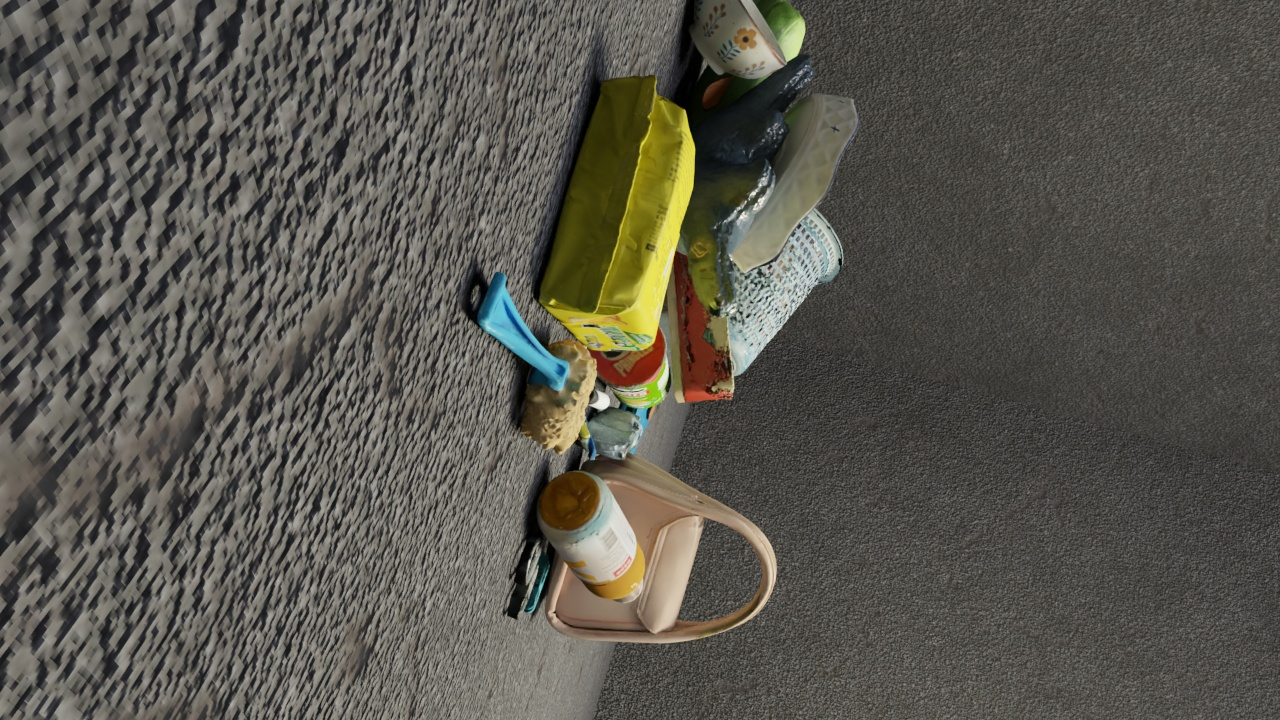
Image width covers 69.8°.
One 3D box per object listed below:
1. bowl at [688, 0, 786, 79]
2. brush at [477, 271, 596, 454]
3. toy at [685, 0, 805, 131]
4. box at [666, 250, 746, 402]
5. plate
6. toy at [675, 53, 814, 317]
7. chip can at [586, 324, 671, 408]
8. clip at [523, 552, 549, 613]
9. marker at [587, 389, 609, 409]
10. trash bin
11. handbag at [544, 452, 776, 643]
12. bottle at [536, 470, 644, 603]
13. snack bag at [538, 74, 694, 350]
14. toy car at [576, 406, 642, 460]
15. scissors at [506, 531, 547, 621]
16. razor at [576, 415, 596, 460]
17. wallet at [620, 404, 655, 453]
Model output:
[{"bbox_3d":[0.086,-0.319,0.891,0.062,0.113,0.113,-30,-167,22],"label":"bowl"},{"bbox_3d":[-0.064,0.001,0.564,0.255,0.046,0.083,70,40,-73],"label":"brush"},{"bbox_3d":[0.106,-0.293,1.027,0.247,0.090,0.226,-62,170,27],"label":"toy"},{"bbox_3d":[0.071,-0.041,1.002,0.091,0.079,0.168,60,25,-81],"label":"box"},{"bbox_3d":[0.147,-0.190,0.959,0.205,0.045,0.204,-56,-168,18],"label":"plate"},{"bbox_3d":[0.082,-0.172,0.890,0.091,0.138,0.355,48,45,-34],"label":"toy"},{"bbox_3d":[-0.005,0.005,0.916,0.236,0.072,0.072,66,40,-81],"label":"chip can"},{"bbox_3d":[-0.099,0.210,0.865,0.041,0.014,0.056,93,14,-62],"label":"clip"},{"bbox_3d":[-0.045,0.035,0.887,0.130,0.018,0.022,52,24,-84],"label":"marker"},{"bbox_3d":[0.109,-0.097,1.152,0.194,0.226,0.227,-57,168,-18],"label":"trash bin"},{"bbox_3d":[0.027,0.212,0.966,0.093,0.234,0.193,-73,177,-74],"label":"handbag"},{"bbox_3d":[-0.038,0.171,0.844,0.190,0.068,0.067,67,35,-51],"label":"bottle"},{"bbox_3d":[-0.008,-0.089,0.681,0.246,0.068,0.158,60,46,-83],"label":"snack bag"},{"bbox_3d":[-0.030,0.074,0.958,0.120,0.054,0.037,-42,150,-77],"label":"toy car"},{"bbox_3d":[-0.087,0.158,0.840,0.145,0.014,0.172,97,9,-61],"label":"scissors"},{"bbox_3d":[-0.055,0.034,0.779,0.143,0.022,0.042,90,-18,-54],"label":"razor"},{"bbox_3d":[-0.006,0.076,1.274,0.133,0.040,0.106,99,13,-53],"label":"wallet"}]
